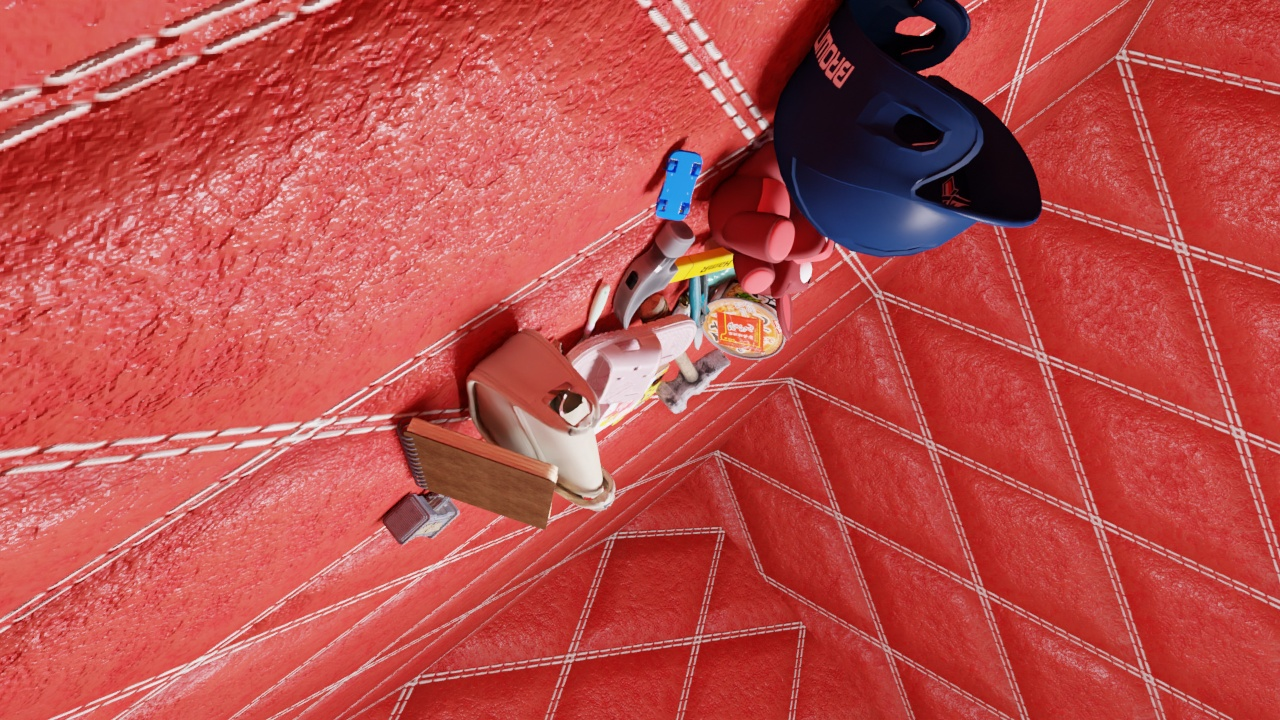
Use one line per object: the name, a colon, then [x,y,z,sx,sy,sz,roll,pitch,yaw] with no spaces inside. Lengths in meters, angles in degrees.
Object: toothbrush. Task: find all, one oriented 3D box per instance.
toothbrush: [-0.054,-0.049,1.057,0.022,0.015,0.155,-4,156,-15]

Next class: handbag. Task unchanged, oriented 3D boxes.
handbag: [-0.085,0.047,0.956,0.131,0.184,0.229,-44,154,-18]

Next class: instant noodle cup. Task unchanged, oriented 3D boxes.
instant noodle cup: [0.162,-0.087,1.310,0.121,0.123,0.124,-65,-176,-35]

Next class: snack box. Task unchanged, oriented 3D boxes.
snack box: [-0.049,0.037,1.224,0.092,0.079,0.095,-31,164,-39]
snack box: [-0.013,0.041,1.446,0.088,0.040,0.126,-35,167,-25]

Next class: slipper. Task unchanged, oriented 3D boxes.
slipper: [-0.007,0.007,1.140,0.238,0.064,0.094,-21,148,-42]

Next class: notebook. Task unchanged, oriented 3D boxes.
notebook: [-0.174,0.126,0.995,0.226,0.167,0.024,110,-1,-66]

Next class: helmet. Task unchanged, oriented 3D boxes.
helmet: [0.259,-0.203,0.884,0.224,0.272,0.231,113,-5,-46]

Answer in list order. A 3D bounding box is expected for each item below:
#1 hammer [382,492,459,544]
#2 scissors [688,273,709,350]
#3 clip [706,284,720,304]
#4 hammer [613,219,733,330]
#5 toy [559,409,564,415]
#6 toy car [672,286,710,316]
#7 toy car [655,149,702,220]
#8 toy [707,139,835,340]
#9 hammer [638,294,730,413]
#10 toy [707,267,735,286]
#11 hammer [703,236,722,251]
hammer: [-0.182,0.110,1.164,0.322,0.044,0.098,-43,168,5]
scissors: [0.081,-0.077,1.238,0.138,0.019,0.136,-67,154,-3]
clip: [0.104,-0.091,1.373,0.076,0.044,0.023,-42,170,5]
hammer: [0.097,-0.123,1.135,0.323,0.034,0.170,-18,157,-43]
toy: [-0.114,0.088,1.290,0.105,0.053,0.108,-56,167,0]
toy car: [0.071,-0.073,1.322,0.047,0.033,0.106,-32,164,-32]
toy car: [0.032,-0.172,0.882,0.033,0.061,0.092,7,130,-11]
toy: [0.156,-0.137,1.034,0.121,0.158,0.197,-4,150,27]
hammer: [0.052,-0.017,1.310,0.121,0.049,0.319,-40,156,-2]
toy: [0.119,-0.140,1.239,0.084,0.033,0.105,-9,147,-41]
hammer: [0.214,-0.214,1.210,0.330,0.031,0.120,-33,144,-24]
